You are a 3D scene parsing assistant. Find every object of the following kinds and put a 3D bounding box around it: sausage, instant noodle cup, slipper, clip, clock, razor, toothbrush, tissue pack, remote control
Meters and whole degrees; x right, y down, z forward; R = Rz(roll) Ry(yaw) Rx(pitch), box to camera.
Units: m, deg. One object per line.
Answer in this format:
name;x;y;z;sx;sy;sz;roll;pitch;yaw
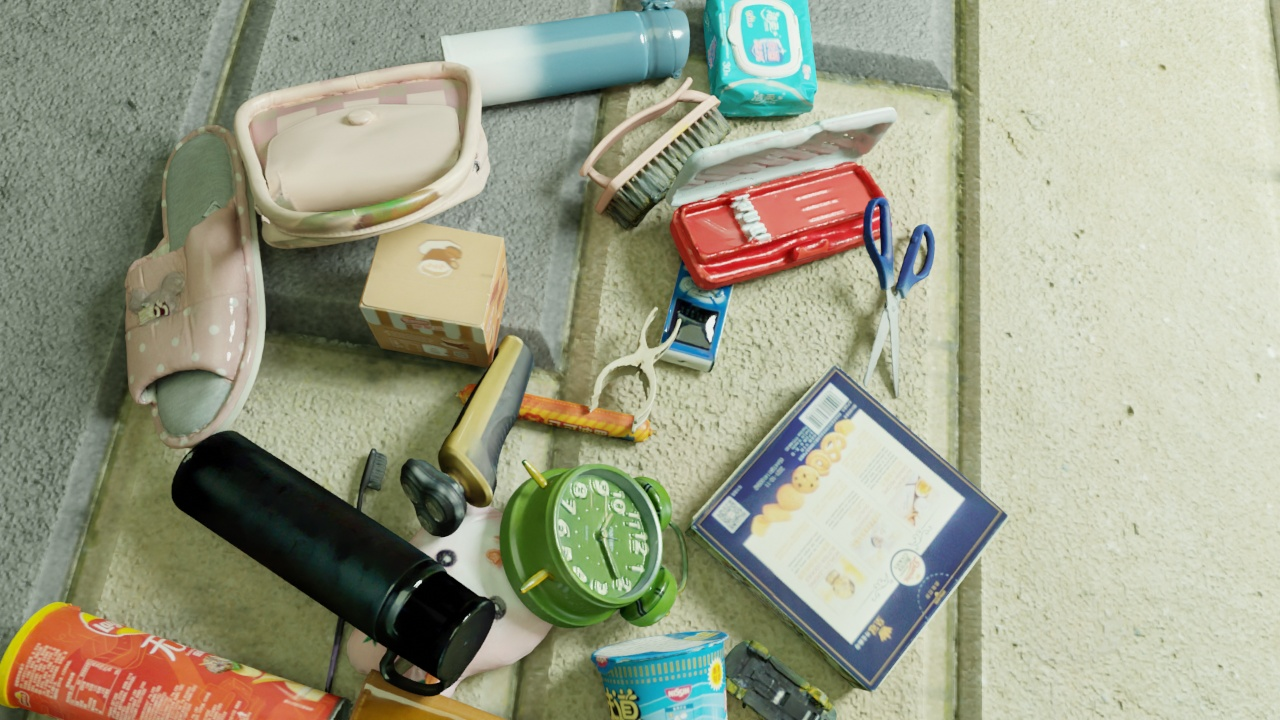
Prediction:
sausage;-0.067;0.042;0.735;0.165;0.021;0.021;11;71;-1
instant noodle cup;0.020;0.254;0.643;0.099;0.099;0.110;-7;81;-8
slipper;-0.348;-0.066;0.708;0.114;0.054;0.274;-15;69;21
clip;-0.014;0.003;0.725;0.086;0.035;0.104;8;69;-1
clock;-0.026;0.134;0.671;0.161;0.056;0.116;20;57;-37
razor;-0.122;0.049;0.681;0.067;0.062;0.167;27;53;-8
toothbrush;-0.215;0.159;0.689;0.016;0.014;0.188;15;71;-24
tissue pack;0.109;-0.288;0.845;0.093;0.050;0.133;-2;72;-5
remote control;0.051;-0.054;0.777;0.049;0.024;0.124;16;70;0

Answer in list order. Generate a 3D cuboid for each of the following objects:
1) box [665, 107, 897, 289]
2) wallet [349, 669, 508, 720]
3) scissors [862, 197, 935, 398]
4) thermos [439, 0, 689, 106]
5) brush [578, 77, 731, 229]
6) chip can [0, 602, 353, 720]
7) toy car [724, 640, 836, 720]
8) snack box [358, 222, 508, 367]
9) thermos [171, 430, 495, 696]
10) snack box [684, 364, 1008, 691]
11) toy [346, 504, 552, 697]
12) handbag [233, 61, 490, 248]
box;0.128;-0.135;0.757;0.200;0.100;0.095;-18;75;-21
wallet;-0.147;0.291;0.629;0.130;0.035;0.119;22;90;-4
scissors;0.218;-0.059;0.782;0.162;0.012;0.162;-31;108;-37
thermos;-0.065;-0.272;0.816;0.220;0.070;0.070;-12;74;-9
brush;0.017;-0.185;0.796;0.073;0.063;0.145;45;73;-2
chip can;-0.313;0.230;0.623;0.216;0.073;0.073;17;71;1
toy car;0.099;0.247;0.677;0.091;0.036;0.043;38;73;6
snack box;-0.157;-0.051;0.719;0.093;0.094;0.077;11;71;-2
thermos;-0.219;0.143;0.637;0.242;0.068;0.090;28;100;19
snack box;0.160;0.127;0.717;0.182;0.046;0.177;43;73;9
toy;-0.134;0.183;0.670;0.121;0.054;0.159;40;81;8
handbag;-0.204;-0.141;0.684;0.193;0.093;0.234;-13;33;-7
